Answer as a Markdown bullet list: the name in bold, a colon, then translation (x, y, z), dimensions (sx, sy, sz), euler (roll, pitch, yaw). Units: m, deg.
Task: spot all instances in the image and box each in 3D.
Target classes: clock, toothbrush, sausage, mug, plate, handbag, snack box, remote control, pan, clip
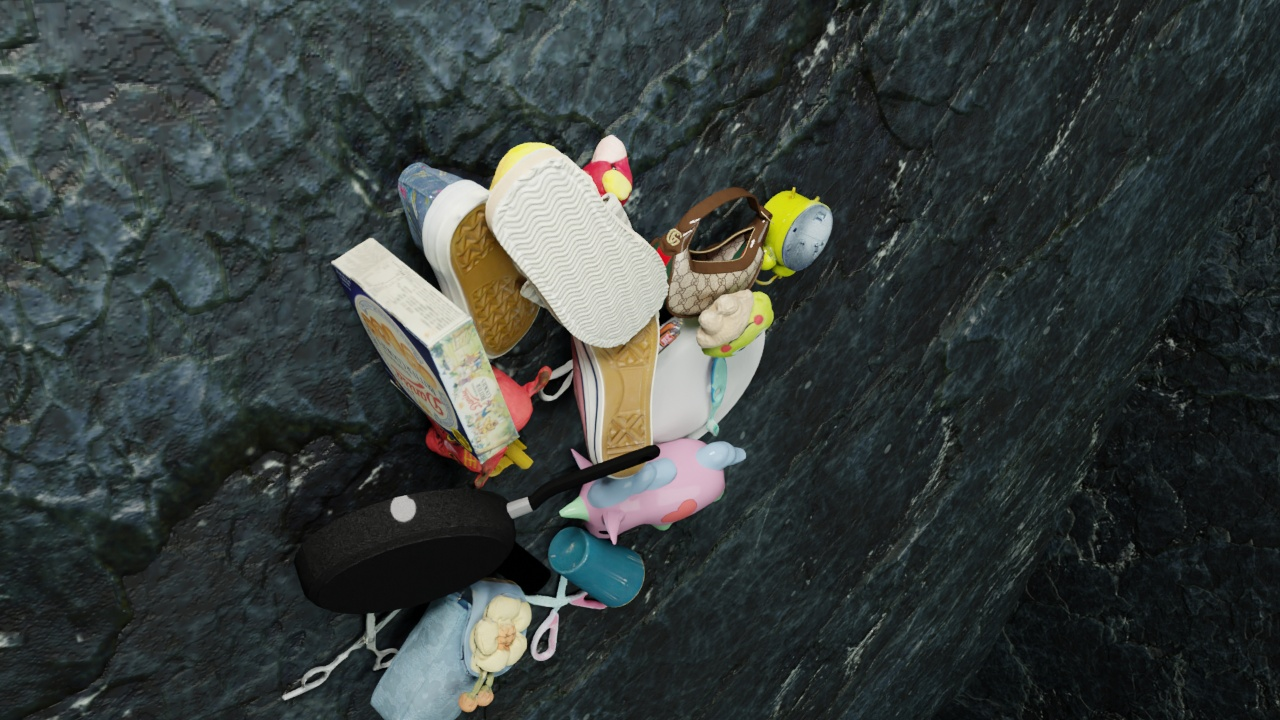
- **clock**: translation (0.167, -0.137, 1.047), dimensions (0.083, 0.057, 0.119), euler (9, 113, -51)
- **toothbrush**: translation (0.092, 0.044, 1.109), dimensions (0.022, 0.017, 0.135), euler (-20, 139, -21)
- **sausage**: translation (-0.006, 0.006, 0.983), dimensions (0.020, 0.020, 0.156), euler (8, 136, -49)
- **mug**: translation (-0.058, 0.251, 1.135), dimensions (0.078, 0.078, 0.121), euler (-49, 138, -2)
- **plate**: translation (0.060, 0.030, 1.094), dimensions (0.242, 0.016, 0.243), euler (-27, 141, -24)
- **handbag**: translation (-0.199, 0.328, 1.009), dimensions (0.192, 0.119, 0.121), euler (-57, 150, -2)
- **snack box**: translation (-0.170, -0.007, 0.732), dimensions (0.042, 0.144, 0.145), euler (-38, 142, -23)
- **remote control**: translation (-0.147, 0.238, 1.070), dimensions (0.041, 0.020, 0.152), euler (-44, 144, -8)
- **pan**: translation (-0.145, 0.158, 0.868), dimensions (0.355, 0.044, 0.204), euler (-19, 153, -3)
- **clip**: translation (-0.140, 0.102, 0.954), dimensions (0.048, 0.045, 0.054), euler (-67, 150, -21)
- **handbag**: translation (0.078, -0.115, 0.957), dimensions (0.166, 0.063, 0.139), euler (-8, 136, -46)

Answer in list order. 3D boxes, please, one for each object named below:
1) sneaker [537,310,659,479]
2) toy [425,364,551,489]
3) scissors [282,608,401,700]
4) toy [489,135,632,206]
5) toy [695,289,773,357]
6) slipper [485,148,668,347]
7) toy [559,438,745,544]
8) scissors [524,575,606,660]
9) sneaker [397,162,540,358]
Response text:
- **sneaker**: translation (-0.038, -0.002, 0.927), dimensions (0.118, 0.088, 0.241), euler (-10, 107, -27)
- **toy**: translation (-0.130, 0.058, 0.871), dimensions (0.132, 0.094, 0.088), euler (-32, 138, -25)
- **scissors**: translation (-0.300, 0.302, 0.970), dimensions (0.174, 0.014, 0.142), euler (-33, 143, -20)
- **toy**: translation (-0.068, -0.141, 0.795), dimensions (0.137, 0.067, 0.106), euler (-17, 130, -27)
- **toy**: translation (0.097, -0.041, 0.974), dimensions (0.092, 0.043, 0.117), euler (-40, 157, 10)
- **slipper**: translation (-0.050, -0.088, 0.760), dimensions (0.114, 0.054, 0.272), euler (-51, 154, -1)
- **toy**: translation (0.021, 0.144, 1.081), dimensions (0.222, 0.120, 0.171), euler (-27, 157, 0)
- **scissors**: translation (-0.107, 0.332, 1.198), dimensions (0.168, 0.014, 0.170), euler (-56, 144, 6)
- **sneaker**: translation (-0.145, -0.077, 0.760), dimensions (0.087, 0.079, 0.236), euler (-50, 162, -15)
